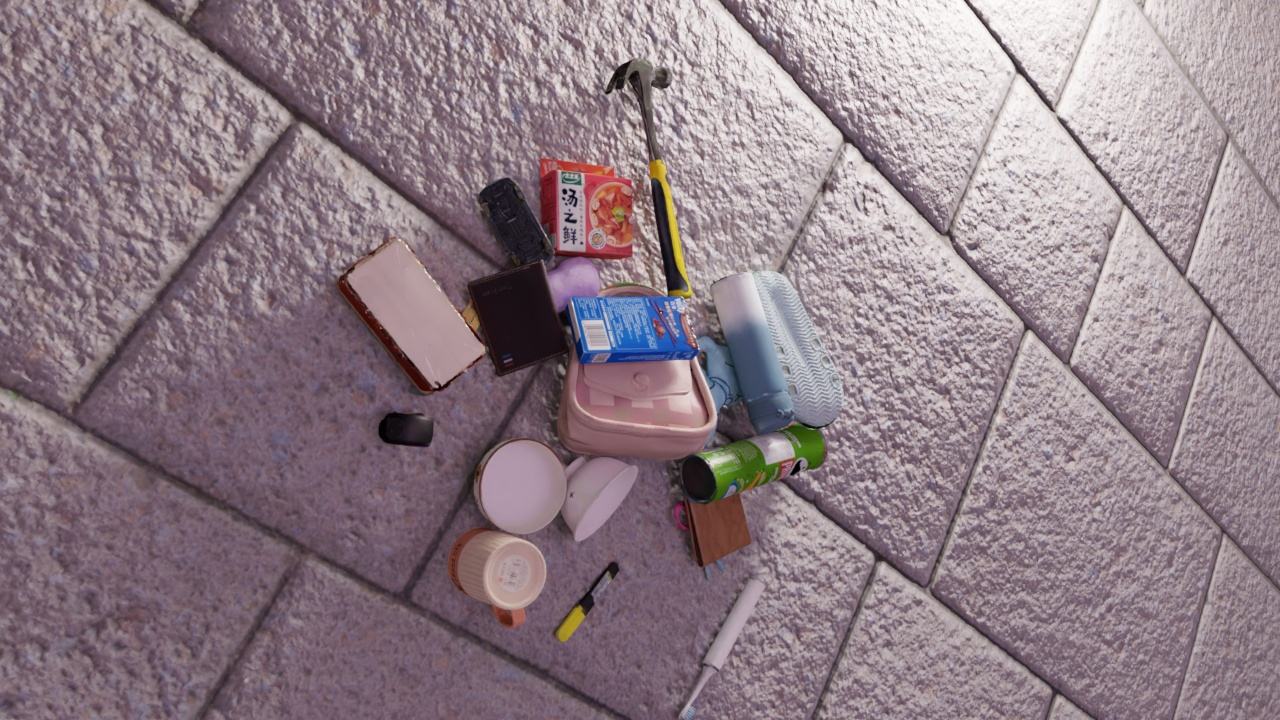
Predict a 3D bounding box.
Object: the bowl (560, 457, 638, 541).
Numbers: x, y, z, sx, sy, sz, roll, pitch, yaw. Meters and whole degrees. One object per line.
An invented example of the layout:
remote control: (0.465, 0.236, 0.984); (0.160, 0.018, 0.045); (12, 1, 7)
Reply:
bowl: (-0.065, 0.160, 1.146); (0.065, 0.118, 0.118); (37, 63, 17)

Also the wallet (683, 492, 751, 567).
wallet: (0.105, 0.215, 1.269); (0.101, 0.020, 0.115); (-16, 95, -42)

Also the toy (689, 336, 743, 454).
toy: (0.082, 0.046, 1.260); (0.156, 0.050, 0.161); (-4, 80, -30)

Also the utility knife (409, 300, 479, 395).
utility knife: (-0.220, -0.028, 1.099); (0.031, 0.019, 0.172); (41, 63, -30)

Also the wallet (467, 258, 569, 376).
wallet: (-0.148, -0.052, 1.118); (0.096, 0.020, 0.122); (-20, 107, -14)

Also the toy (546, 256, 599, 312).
toy: (-0.097, -0.089, 1.160); (0.107, 0.039, 0.084); (-30, 101, -23)

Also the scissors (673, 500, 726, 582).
scissors: (0.094, 0.240, 1.280); (0.096, 0.017, 0.137); (-44, 113, -33)

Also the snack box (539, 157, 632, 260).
snack box: (-0.069, -0.197, 1.180); (0.113, 0.044, 0.127); (-1, 88, -32)

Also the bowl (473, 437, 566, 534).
bowl: (-0.151, 0.148, 1.102); (0.113, 0.062, 0.113); (1, 88, -31)

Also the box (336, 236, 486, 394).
box: (-0.253, -0.050, 1.029); (0.091, 0.079, 0.168); (-42, 104, -22)

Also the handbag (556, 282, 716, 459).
handbag: (-0.007, 0.007, 1.177); (0.193, 0.094, 0.233); (8, 63, -17)

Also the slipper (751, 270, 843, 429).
slipper: (0.207, -0.013, 1.331); (0.103, 0.074, 0.245); (-16, 80, -31)

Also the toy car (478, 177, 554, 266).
toy car: (-0.152, -0.165, 1.126); (0.054, 0.037, 0.120); (-29, 99, -1)

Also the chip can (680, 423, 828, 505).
chip can: (0.159, 0.140, 1.270); (0.235, 0.072, 0.072); (-10, 93, -40)

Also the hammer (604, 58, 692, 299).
hammer: (0.022, -0.239, 1.211); (0.126, 0.032, 0.323); (-8, 88, -53)

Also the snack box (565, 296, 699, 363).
snack box: (-0.010, -0.039, 1.148); (0.157, 0.026, 0.084); (-2, 58, -24)

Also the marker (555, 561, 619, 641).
marker: (-0.067, 0.308, 1.176); (0.123, 0.015, 0.018); (-49, 113, -27)

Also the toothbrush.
toothbrush: (0.112, 0.400, 1.274); (0.026, 0.027, 0.220); (33, 69, 3)

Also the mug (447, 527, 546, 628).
mug: (-0.163, 0.255, 1.063); (0.081, 0.106, 0.114); (-18, 96, -31)

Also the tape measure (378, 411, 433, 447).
tape measure: (-0.264, 0.077, 1.039); (0.057, 0.057, 0.039); (9, 82, -23)

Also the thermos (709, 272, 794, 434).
thermos: (0.154, -0.009, 1.264); (0.070, 0.070, 0.220); (-7, 75, -32)
